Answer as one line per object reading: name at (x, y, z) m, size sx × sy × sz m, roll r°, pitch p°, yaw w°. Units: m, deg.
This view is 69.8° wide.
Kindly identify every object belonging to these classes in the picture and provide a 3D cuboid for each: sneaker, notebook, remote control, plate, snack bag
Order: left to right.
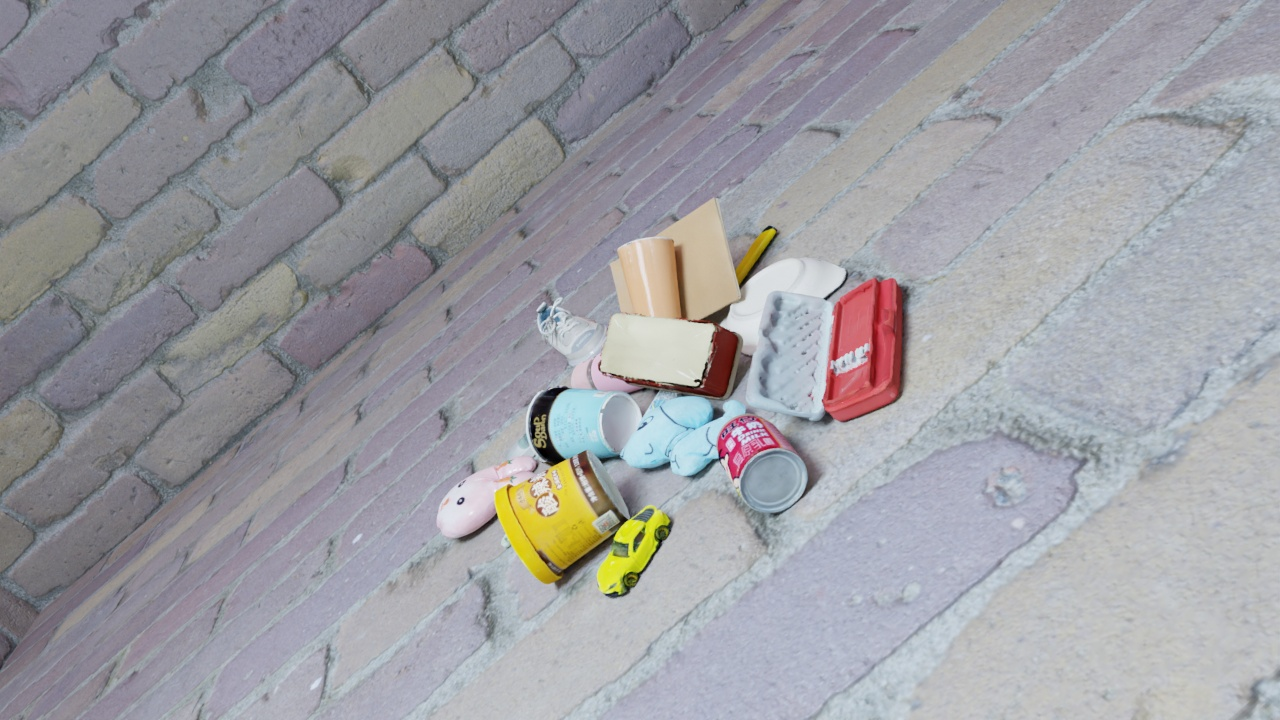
remote control at (-0.143, 0.104, 1.348) m, size 0.135 × 0.019 × 0.056 m, roll -43°, pitch 22°, yaw -6°
sneaker at (-0.115, -0.051, 1.507) m, size 0.089 × 0.091 × 0.242 m, roll -44°, pitch 22°, yaw -7°
snack bag at (0.024, 0.066, 1.135) m, size 0.048 × 0.026 × 0.103 m, roll -6°, pitch 37°, yaw 35°
notebook at (0.043, -0.111, 1.269) m, size 0.212 × 0.012 × 0.149 m, roll -28°, pitch 65°, yaw 40°
plate at (0.168, -0.081, 1.171) m, size 0.164 × 0.034 × 0.163 m, roll -43°, pitch 21°, yaw -3°

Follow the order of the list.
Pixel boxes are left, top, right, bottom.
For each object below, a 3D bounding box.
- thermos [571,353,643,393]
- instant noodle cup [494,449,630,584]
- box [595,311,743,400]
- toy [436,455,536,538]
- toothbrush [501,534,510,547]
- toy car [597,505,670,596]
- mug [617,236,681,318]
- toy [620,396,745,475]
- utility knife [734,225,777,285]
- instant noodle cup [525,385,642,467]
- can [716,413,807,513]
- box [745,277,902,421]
thermos at (-0.007, 0.007, 1.261) m, size 0.199 × 0.067 × 0.087 m, roll -20°, pitch 0°, yaw 45°
instant noodle cup at (-0.082, 0.166, 1.007) m, size 0.114 × 0.118 × 0.118 m, roll -31°, pitch 22°, yaw 3°
box at (0.030, -0.011, 1.109) m, size 0.169 × 0.077 × 0.091 m, roll 8°, pitch 81°, yaw 40°
toy at (-0.214, 0.185, 1.272) m, size 0.159 × 0.054 × 0.121 m, roll -31°, pitch 22°, yaw 2°
toothbrush at (-0.130, 0.167, 1.205) m, size 0.189 × 0.029 × 0.020 m, roll -57°, pitch -15°, yaw -33°
toy car at (-0.011, 0.193, 0.939) m, size 0.048 × 0.032 × 0.105 m, roll -8°, pitch 40°, yaw 53°
mug at (0.017, -0.097, 1.237) m, size 0.078 × 0.122 × 0.078 m, roll -10°, pitch -8°, yaw -2°
toy at (0.045, 0.082, 1.038) m, size 0.161 × 0.050 × 0.156 m, roll -34°, pitch 27°, yaw 11°
utility knife at (0.159, -0.145, 1.335) m, size 0.033 × 0.015 × 0.153 m, roll -18°, pitch 31°, yaw 57°
instant noodle cup at (-0.065, 0.083, 1.161) m, size 0.121 × 0.111 × 0.111 m, roll -5°, pitch 40°, yaw 42°
can at (0.113, 0.095, 0.875) m, size 0.066 × 0.066 × 0.093 m, roll -39°, pitch 21°, yaw 4°
box at (0.196, -0.014, 0.955) m, size 0.160 × 0.065 × 0.200 m, roll -7°, pitch 35°, yaw 22°
